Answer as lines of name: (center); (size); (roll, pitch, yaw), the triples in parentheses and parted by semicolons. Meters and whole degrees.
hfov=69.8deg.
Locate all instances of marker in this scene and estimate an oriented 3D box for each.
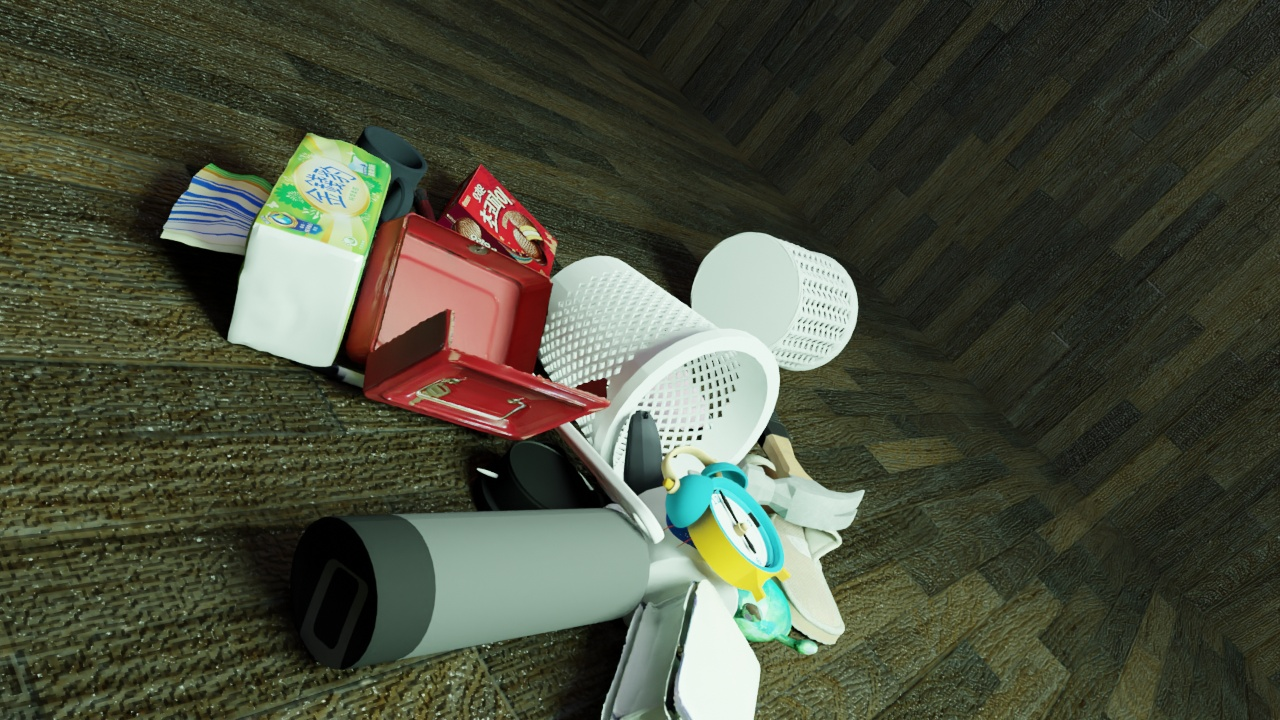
marker: (-0.204, 0.022, 0.731); (0.152, 0.011, 0.011); (24, 27, -38)

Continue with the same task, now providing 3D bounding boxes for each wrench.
wrench: (-0.053, 0.069, 0.763); (0.273, 0.018, 0.066); (41, -21, 51)

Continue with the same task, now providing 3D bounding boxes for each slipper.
slipper: (0.165, 0.186, 0.982); (0.115, 0.052, 0.262); (30, 24, -23)

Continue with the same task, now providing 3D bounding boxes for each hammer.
hammer: (0.154, 0.100, 1.020); (0.131, 0.039, 0.328); (16, 14, -6)

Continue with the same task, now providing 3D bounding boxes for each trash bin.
trash bin: (-0.005, 0.005, 0.888); (0.195, 0.196, 0.199); (17, 22, -46)

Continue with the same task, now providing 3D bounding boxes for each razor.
razor: (0.007, 0.105, 0.791); (0.052, 0.143, 0.047); (-4, 32, -4)

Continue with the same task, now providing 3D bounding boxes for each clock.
clock: (-0.077, 0.106, 0.739); (0.091, 0.043, 0.120); (49, 23, 20)
clock: (0.064, 0.120, 0.700); (0.129, 0.044, 0.099); (54, 24, 14)

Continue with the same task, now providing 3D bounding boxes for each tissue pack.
tissue pack: (-0.283, -0.102, 0.713); (0.141, 0.120, 0.197); (17, 22, -17)

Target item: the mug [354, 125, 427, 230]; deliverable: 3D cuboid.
mug: (-0.260, -0.174, 0.924); (0.071, 0.078, 0.105); (14, 34, -49)

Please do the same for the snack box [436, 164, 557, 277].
snack box: (-0.161, -0.147, 1.064); (0.132, 0.036, 0.151); (45, 19, -20)

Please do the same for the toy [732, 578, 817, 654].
toy: (0.093, 0.193, 0.832); (0.130, 0.072, 0.193); (32, 14, -21)

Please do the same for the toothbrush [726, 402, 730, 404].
toothbrush: (0.099, 0.114, 1.020); (0.180, 0.016, 0.018); (-85, 164, -49)

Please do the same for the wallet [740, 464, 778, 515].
wallet: (0.120, 0.134, 0.958); (0.120, 0.013, 0.087); (-3, 23, -43)

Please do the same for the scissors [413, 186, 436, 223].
scissors: (-0.212, -0.134, 1.014); (0.185, 0.015, 0.179); (46, 22, 10)

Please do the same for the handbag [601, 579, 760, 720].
handbag: (0.046, 0.263, 0.635); (0.176, 0.074, 0.151); (57, 20, -11)

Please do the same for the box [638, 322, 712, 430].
box: (0.031, 0.011, 1.081); (0.153, 0.067, 0.201); (20, 31, -44)

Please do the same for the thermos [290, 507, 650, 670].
thermos: (-0.097, 0.138, 0.588); (0.240, 0.082, 0.082); (10, 37, -53)

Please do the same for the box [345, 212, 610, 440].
box: (-0.130, -0.033, 0.733); (0.156, 0.157, 0.170); (23, 52, -41)

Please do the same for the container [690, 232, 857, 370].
container: (0.202, -0.086, 1.383); (0.186, 0.190, 0.189); (8, 39, -53)

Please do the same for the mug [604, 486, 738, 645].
mug: (0.015, 0.156, 0.732); (0.121, 0.091, 0.090); (32, 23, -19)
